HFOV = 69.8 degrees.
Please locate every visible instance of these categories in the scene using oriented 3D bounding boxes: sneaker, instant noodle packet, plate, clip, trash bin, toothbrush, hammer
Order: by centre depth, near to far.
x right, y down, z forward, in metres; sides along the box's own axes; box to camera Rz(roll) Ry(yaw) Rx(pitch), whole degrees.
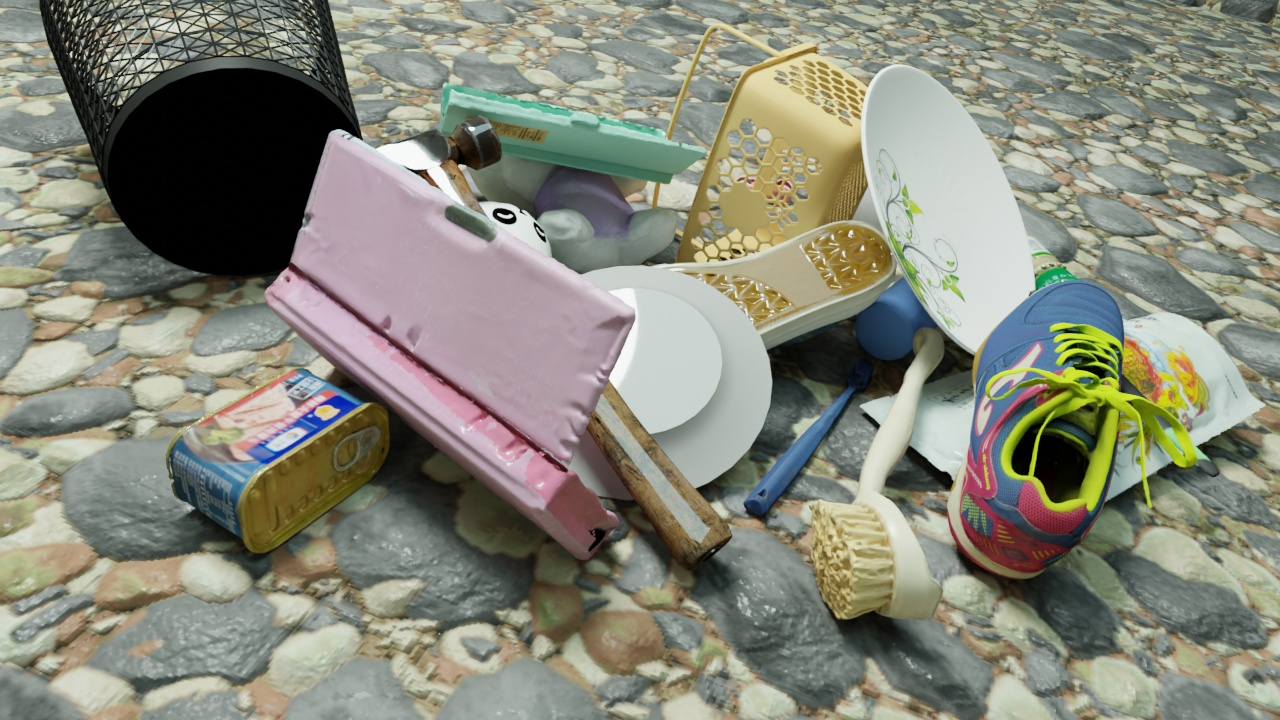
[{"bbox_3d":[-0.064,-0.014,0.543,0.119,0.033,0.330,-28,67,-23],"label":"hammer"},{"bbox_3d":[0.265,0.022,0.559,0.116,0.091,0.241,26,54,10],"label":"sneaker"},{"bbox_3d":[-0.003,0.004,0.573,0.173,0.019,0.172,0,58,-1],"label":"plate"},{"bbox_3d":[0.117,0.045,0.606,0.016,0.017,0.189,26,38,22],"label":"toothbrush"},{"bbox_3d":[0.325,0.010,0.632,0.014,0.017,0.188,-21,45,-7],"label":"toothbrush"},{"bbox_3d":[0.304,0.032,0.647,0.268,0.057,0.147,-18,42,-26],"label":"instant noodle packet"},{"bbox_3d":[0.068,-0.027,0.652,0.235,0.079,0.087,-17,62,-9],"label":"sneaker"},{"bbox_3d":[0.221,-0.106,0.679,0.229,0.030,0.229,18,62,-39],"label":"plate"},{"bbox_3d":[-0.317,-0.200,0.686,0.216,0.217,0.243,-10,47,-27],"label":"trash bin"},{"bbox_3d":[0.123,-0.173,0.910,0.059,0.023,0.041,8,39,-1],"label":"clip"}]

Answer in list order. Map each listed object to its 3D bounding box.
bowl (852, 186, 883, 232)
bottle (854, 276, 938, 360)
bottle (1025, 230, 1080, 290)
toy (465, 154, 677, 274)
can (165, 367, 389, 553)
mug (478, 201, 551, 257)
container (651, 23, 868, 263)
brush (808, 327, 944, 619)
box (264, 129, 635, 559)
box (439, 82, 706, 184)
[{"bbox_3d":[0.247,-0.174,0.904,0.132,0.064,0.131,7,35,-5],"label":"bowl"},{"bbox_3d":[0.221,-0.045,0.733,0.048,0.048,0.130,31,40,26],"label":"bottle"},{"bbox_3d":[0.353,-0.081,0.824,0.042,0.043,0.109,2,34,-12],"label":"bottle"},{"bbox_3d":[-0.062,-0.142,0.764,0.137,0.086,0.209,-8,41,-28],"label":"toy"},{"bbox_3d":[-0.190,0.049,0.490,0.059,0.054,0.099,24,37,22],"label":"can"},{"bbox_3d":[-0.119,-0.071,0.630,0.123,0.090,0.076,20,34,-38],"label":"mug"},{"bbox_3d":[0.087,-0.152,0.732,0.167,0.184,0.128,36,42,19],"label":"container"},{"bbox_3d":[0.157,0.053,0.564,0.077,0.062,0.271,26,39,7],"label":"brush"},{"bbox_3d":[-0.111,-0.002,0.489,0.233,0.173,0.075,31,45,29],"label":"box"},{"bbox_3d":[-0.056,-0.169,0.691,0.187,0.056,0.138,8,21,-15],"label":"box"}]
